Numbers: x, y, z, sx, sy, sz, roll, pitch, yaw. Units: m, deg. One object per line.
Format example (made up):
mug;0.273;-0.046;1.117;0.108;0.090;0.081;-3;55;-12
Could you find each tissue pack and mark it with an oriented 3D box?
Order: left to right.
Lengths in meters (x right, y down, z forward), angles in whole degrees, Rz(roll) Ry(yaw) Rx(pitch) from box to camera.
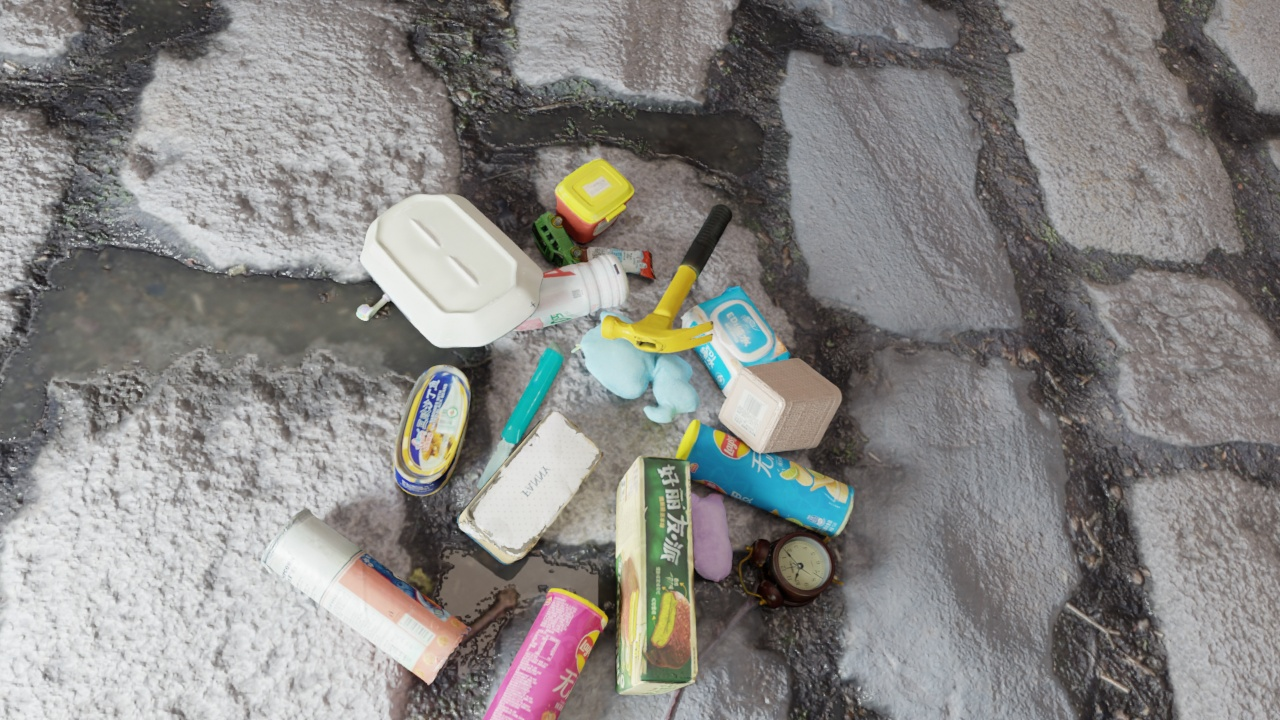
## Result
tissue pack;0.124;-0.024;1.183;0.089;0.063;0.140;-26;74;-24

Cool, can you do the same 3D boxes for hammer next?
hammer;0.062;-0.112;1.186;0.129;0.033;0.299;13;45;16

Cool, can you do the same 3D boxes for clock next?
clock;0.171;0.245;1.070;0.121;0.055;0.082;-6;67;-15

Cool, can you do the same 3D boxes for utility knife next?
utility knife;-0.142;0.064;1.100;0.029;0.013;0.215;30;59;-7

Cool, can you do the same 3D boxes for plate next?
plate;-0.233;-0.122;1.108;0.161;0.034;0.265;-36;60;-17

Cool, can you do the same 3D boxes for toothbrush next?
toothbrush;-0.283;-0.117;1.149;0.189;0.029;0.020;-51;127;-29

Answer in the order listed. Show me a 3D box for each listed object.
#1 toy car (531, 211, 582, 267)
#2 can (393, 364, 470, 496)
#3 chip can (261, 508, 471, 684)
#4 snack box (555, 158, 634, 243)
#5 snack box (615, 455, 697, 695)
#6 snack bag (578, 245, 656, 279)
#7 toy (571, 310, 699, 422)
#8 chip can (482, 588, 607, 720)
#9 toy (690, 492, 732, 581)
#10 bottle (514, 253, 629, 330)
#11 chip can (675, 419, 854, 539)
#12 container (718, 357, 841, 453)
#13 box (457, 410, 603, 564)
toy car;-0.109;-0.150;1.197;0.036;0.043;0.091;-28;73;-28
can;-0.237;0.078;1.049;0.074;0.049;0.147;15;62;-7
chip can;-0.281;0.243;0.945;0.215;0.071;0.071;35;61;4
snack box;-0.064;-0.206;1.214;0.082;0.080;0.091;44;62;10
snack box;0.013;0.234;1.001;0.063;0.115;0.239;5;63;-13
snack bag;-0.030;-0.131;1.216;0.104;0.026;0.048;1;57;-13
toy;-0.007;0.007;1.141;0.156;0.050;0.161;5;54;-21
chip can;-0.111;0.344;0.941;0.071;0.072;0.210;29;62;0
toy;0.079;0.204;1.071;0.083;0.039;0.108;13;62;-42
bottle;-0.115;-0.077;1.143;0.196;0.068;0.068;-17;70;-15
chip can;0.147;0.143;1.104;0.210;0.071;0.071;23;61;-3
container;0.165;0.056;1.108;0.110;0.090;0.090;-5;36;-43
box;-0.120;0.138;1.040;0.090;0.061;0.183;43;60;-2
